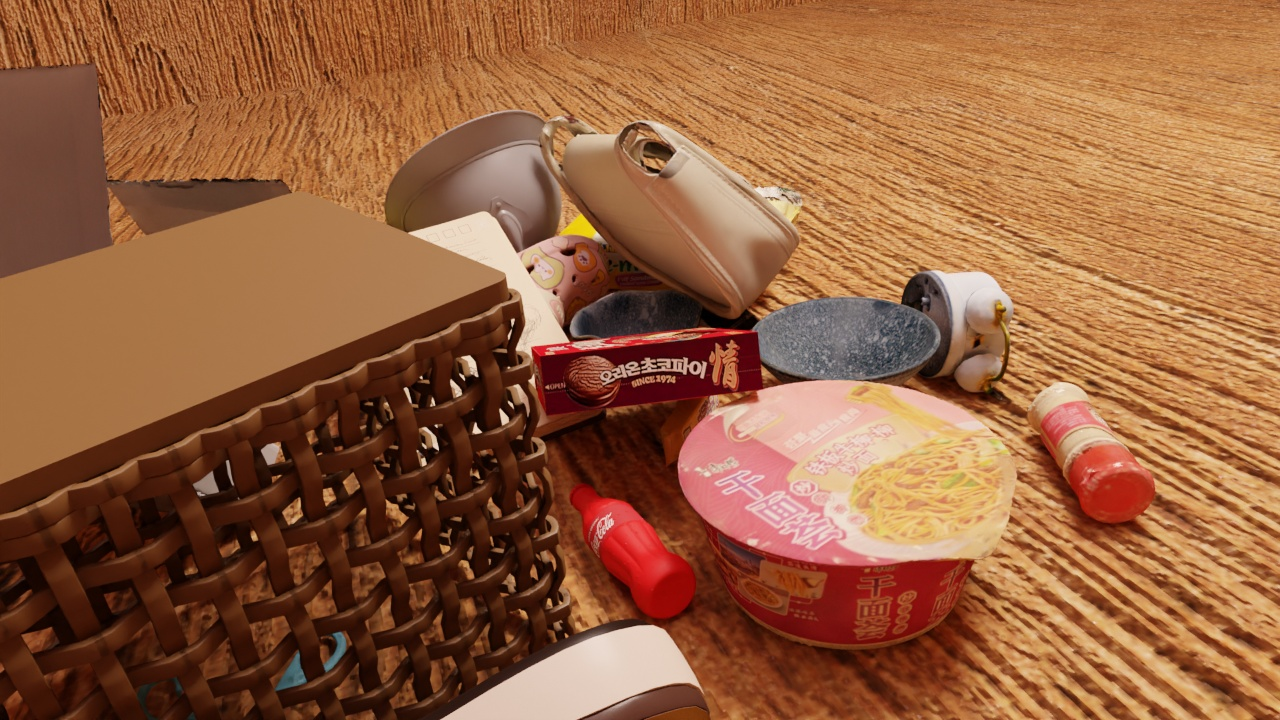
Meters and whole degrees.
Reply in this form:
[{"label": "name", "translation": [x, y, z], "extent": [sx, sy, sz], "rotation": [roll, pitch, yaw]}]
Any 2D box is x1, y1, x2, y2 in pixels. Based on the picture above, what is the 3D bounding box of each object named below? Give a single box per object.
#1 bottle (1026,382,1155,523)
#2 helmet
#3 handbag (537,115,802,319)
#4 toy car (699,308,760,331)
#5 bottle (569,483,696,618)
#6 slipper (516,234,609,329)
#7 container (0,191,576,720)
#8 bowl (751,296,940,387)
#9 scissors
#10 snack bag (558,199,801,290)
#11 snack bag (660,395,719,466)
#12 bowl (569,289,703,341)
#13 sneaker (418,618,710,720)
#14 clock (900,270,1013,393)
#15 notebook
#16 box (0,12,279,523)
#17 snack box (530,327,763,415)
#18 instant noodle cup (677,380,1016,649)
[{"label": "bottle", "translation": [0.279, 0.055, 0.576], "extent": [0.044, 0.044, 0.109], "rotation": [-4, 27, 6]}, {"label": "helmet", "translation": [-0.143, -0.128, 0.906], "extent": [0.183, 0.117, 0.271], "rotation": [-28, -9, -12]}, {"label": "handbag", "translation": [0.029, -0.151, 0.783], "extent": [0.132, 0.184, 0.229], "rotation": [-50, 28, -8]}, {"label": "toy car", "translation": [0.073, -0.035, 0.804], "extent": [0.039, 0.039, 0.113], "rotation": [-38, 31, -3]}, {"label": "bottle", "translation": [-0.011, 0.107, 0.548], "extent": [0.036, 0.036, 0.119], "rotation": [-19, 29, -23]}, {"label": "slipper", "translation": [-0.101, -0.041, 0.818], "extent": [0.196, 0.093, 0.081], "rotation": [-25, 52, -27]}, {"label": "container", "translation": [-0.204, 0.072, 0.442], "extent": [0.250, 0.214, 0.220], "rotation": [-27, 35, -34]}, {"label": "bowl", "translation": [0.151, 0.006, 0.684], "extent": [0.137, 0.057, 0.136], "rotation": [-6, 27, 3]}, {"label": "scissors", "translation": [-0.201, 0.182, 0.481], "extent": [0.135, 0.015, 0.129], "rotation": [24, 40, 36]}, {"label": "snack bag", "translation": [0.036, -0.124, 0.951], "extent": [0.248, 0.068, 0.159], "rotation": [5, 33, 22]}, {"label": "snack bag", "translation": [0.038, 0.042, 0.676], "extent": [0.020, 0.026, 0.099], "rotation": [0, 26, 25]}, {"label": "bowl", "translation": [0.000, -0.016, 0.765], "extent": [0.110, 0.055, 0.110], "rotation": [-6, 27, 3]}, {"label": "sneaker", "translation": [-0.090, 0.210, 0.321], "extent": [0.293, 0.112, 0.116], "rotation": [-19, 50, -23]}, {"label": "clock", "translation": [0.242, -0.023, 0.694], "extent": [0.057, 0.083, 0.117], "rotation": [-5, 26, -10]}, {"label": "notebook", "translation": [-0.149, -0.019, 0.726], "extent": [0.167, 0.024, 0.225], "rotation": [-20, 59, -23]}, {"label": "box", "translation": [-0.358, -0.038, 0.578], "extent": [0.167, 0.330, 0.164], "rotation": [3, 15, 17]}, {"label": "snack box", "translation": [-0.004, 0.004, 0.624], "extent": [0.132, 0.036, 0.152], "rotation": [-7, 4, -8]}, {"label": "instant noodle cup", "translation": [0.112, 0.087, 0.517], "extent": [0.178, 0.078, 0.178], "rotation": [-4, 27, 2]}]
